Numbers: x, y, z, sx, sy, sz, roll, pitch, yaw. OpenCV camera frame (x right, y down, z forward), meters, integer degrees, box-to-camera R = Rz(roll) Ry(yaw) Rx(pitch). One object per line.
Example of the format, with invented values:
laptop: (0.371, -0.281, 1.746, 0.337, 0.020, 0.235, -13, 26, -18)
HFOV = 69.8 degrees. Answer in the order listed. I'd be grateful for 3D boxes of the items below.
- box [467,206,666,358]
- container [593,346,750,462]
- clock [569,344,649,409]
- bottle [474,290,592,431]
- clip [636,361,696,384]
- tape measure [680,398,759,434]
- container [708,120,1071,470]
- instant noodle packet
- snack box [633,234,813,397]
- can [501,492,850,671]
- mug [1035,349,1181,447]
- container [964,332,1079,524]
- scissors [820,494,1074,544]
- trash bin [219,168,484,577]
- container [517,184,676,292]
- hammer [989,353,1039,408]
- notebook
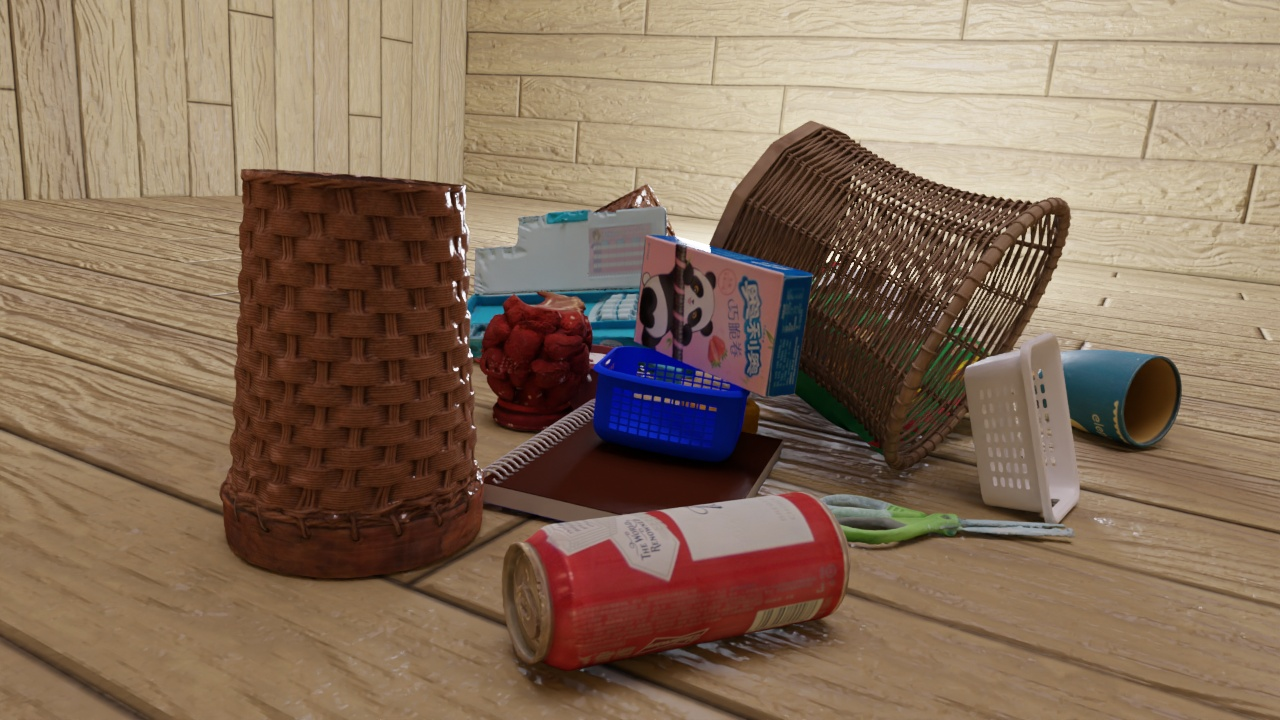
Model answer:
box: (-0.083, -0.074, 0.987, 0.227, 0.180, 0.074, -1, -30, 16)
container: (0.024, 0.033, 0.688, 0.114, 0.058, 0.096, 10, 15, 10)
clock: (-0.053, 0.012, 0.867, 0.087, 0.044, 0.125, -5, 17, -33)
bottle: (-0.091, -0.004, 0.780, 0.099, 0.111, 0.099, 4, 15, -1)
clip: (-0.001, 0.001, 0.971, 0.127, 0.028, 0.113, 7, 12, 9)
tape measure: (0.074, 0.047, 0.795, 0.058, 0.030, 0.068, -4, 16, -22)
container: (0.184, -0.062, 0.724, 0.196, 0.227, 0.226, 35, 28, 28)
instant noodle packet: (0.208, -0.016, 0.889, 0.195, 0.090, 0.253, -22, 43, -28)
snack box: (0.055, -0.037, 0.675, 0.033, 0.088, 0.154, -6, 20, -37)
can: (0.021, 0.106, 0.452, 0.170, 0.067, 0.067, -3, 16, -26)
mug: (0.448, 0.036, 0.875, 0.112, 0.084, 0.104, 29, -5, -28)
container: (0.277, 0.049, 0.668, 0.050, 0.129, 0.080, -7, 4, 39)
scissors: (0.205, 0.111, 0.610, 0.175, 0.033, 0.072, 0, 10, -1)
trash bin: (-0.166, -0.001, 0.537, 0.151, 0.210, 0.151, 4, 13, -1)
container: (-0.053, -0.110, 1.076, 0.199, 0.114, 0.112, -25, 12, 15)
hammer: (0.408, 0.004, 1.076, 0.132, 0.033, 0.331, -4, 15, -26)
notebook: (0.000, 0.077, 0.669, 0.172, 0.022, 0.208, 10, 15, 17)
